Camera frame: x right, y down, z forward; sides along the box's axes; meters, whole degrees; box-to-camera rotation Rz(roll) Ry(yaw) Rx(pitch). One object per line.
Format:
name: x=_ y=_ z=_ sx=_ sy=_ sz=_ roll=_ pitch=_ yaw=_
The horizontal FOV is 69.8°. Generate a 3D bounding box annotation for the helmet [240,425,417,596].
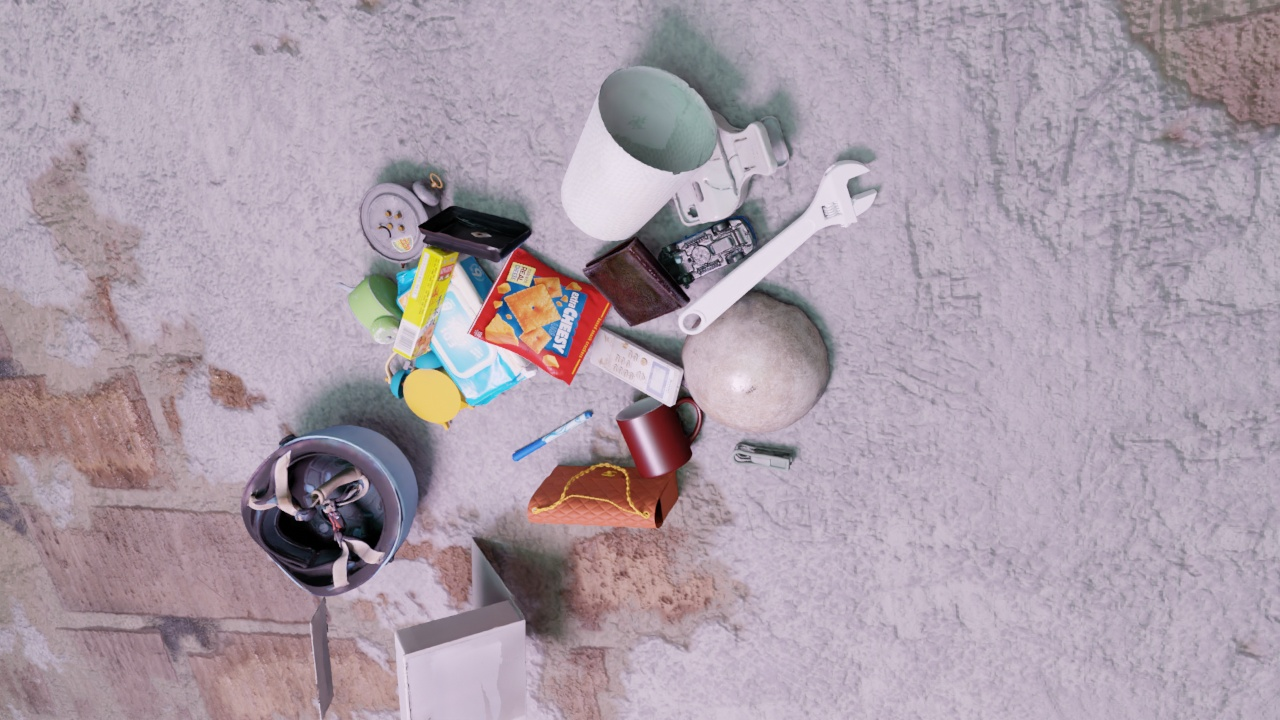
helmet: x=-0.419 y=0.190 z=1.295 sx=0.266 sy=0.166 sz=0.225 roll=-37 pitch=97 yaw=28

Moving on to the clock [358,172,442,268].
clock: x=-0.298 y=-0.187 z=1.171 sx=0.148 sy=0.056 sz=0.104 roll=-39 pitch=94 yaw=29

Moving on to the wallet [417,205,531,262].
wallet: x=-0.204 y=-0.155 z=1.133 sx=0.115 sy=0.089 sz=0.026 roll=17 pitch=121 yaw=13

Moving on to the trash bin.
trash bin: x=-0.012 y=-0.215 z=0.999 sx=0.133 sy=0.133 sz=0.162 roll=43 pitch=146 yaw=-1

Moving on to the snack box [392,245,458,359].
snack box: x=-0.269 y=-0.073 z=1.145 sx=0.029 sy=0.040 sz=0.148 roll=28 pitch=113 yaw=11

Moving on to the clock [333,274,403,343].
clock: x=-0.339 y=-0.066 z=1.214 sx=0.043 sy=0.094 sz=0.119 roll=-37 pitch=90 yaw=17

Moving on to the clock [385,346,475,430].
clock: x=-0.291 y=0.033 z=1.263 sx=0.099 sy=0.043 sz=0.129 roll=-36 pitch=103 yaw=27

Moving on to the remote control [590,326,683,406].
remote control: x=-0.007 y=0.007 z=1.144 sx=0.136 sy=0.011 sz=0.050 roll=28 pitch=118 yaw=30

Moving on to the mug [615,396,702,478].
mug: x=0.032 y=0.089 z=1.163 sx=0.105 sy=0.073 sz=0.082 roll=-24 pitch=102 yaw=-5

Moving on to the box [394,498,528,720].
box: x=-0.232 y=0.365 z=1.317 sx=0.172 sy=0.379 sz=0.167 roll=3 pitch=112 yaw=0

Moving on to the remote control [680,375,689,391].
remote control: x=0.098 y=-0.013 z=1.128 sx=0.030 sy=0.009 sz=0.140 roll=39 pitch=117 yaw=1

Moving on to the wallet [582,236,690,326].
wallet: x=-0.007 y=-0.092 z=1.092 sx=0.099 sy=0.031 sz=0.120 roll=49 pitch=147 yaw=-15

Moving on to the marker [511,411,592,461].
marker: x=-0.121 y=0.103 z=1.246 sx=0.142 sy=0.013 sz=0.013 roll=-31 pitch=98 yaw=26

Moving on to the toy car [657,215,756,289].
toy car: x=0.079 y=-0.127 z=1.071 sx=0.120 sy=0.043 sz=0.056 roll=-23 pitch=101 yaw=23

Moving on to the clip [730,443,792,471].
clip: x=0.152 y=0.122 z=1.152 sx=0.076 sy=0.045 sz=0.023 roll=7 pitch=110 yaw=18

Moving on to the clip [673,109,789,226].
clip: x=0.089 y=-0.223 z=1.027 sx=0.144 sy=0.075 sz=0.125 roll=-10 pitch=109 yaw=32

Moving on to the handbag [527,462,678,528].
handbag: x=-0.049 y=0.175 z=1.195 sx=0.172 sy=0.108 sz=0.060 roll=-1 pitch=110 yaw=19

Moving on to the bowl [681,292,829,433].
bowl: x=0.131 y=0.018 z=1.082 sx=0.178 sy=0.081 sz=0.179 roll=6 pitch=116 yaw=13

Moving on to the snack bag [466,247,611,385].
snack bag: x=-0.122 y=-0.057 z=1.145 sx=0.144 sy=0.039 sz=0.130 roll=26 pitch=80 yaw=4

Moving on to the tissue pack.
tissue pack: x=-0.228 y=-0.048 z=1.197 sx=0.117 sy=0.065 sz=0.209 roll=-30 pitch=96 yaw=26

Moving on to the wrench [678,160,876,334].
wrench: x=0.149 y=-0.121 z=1.032 sx=0.274 sy=0.018 sz=0.066 roll=-40 pitch=111 yaw=16
